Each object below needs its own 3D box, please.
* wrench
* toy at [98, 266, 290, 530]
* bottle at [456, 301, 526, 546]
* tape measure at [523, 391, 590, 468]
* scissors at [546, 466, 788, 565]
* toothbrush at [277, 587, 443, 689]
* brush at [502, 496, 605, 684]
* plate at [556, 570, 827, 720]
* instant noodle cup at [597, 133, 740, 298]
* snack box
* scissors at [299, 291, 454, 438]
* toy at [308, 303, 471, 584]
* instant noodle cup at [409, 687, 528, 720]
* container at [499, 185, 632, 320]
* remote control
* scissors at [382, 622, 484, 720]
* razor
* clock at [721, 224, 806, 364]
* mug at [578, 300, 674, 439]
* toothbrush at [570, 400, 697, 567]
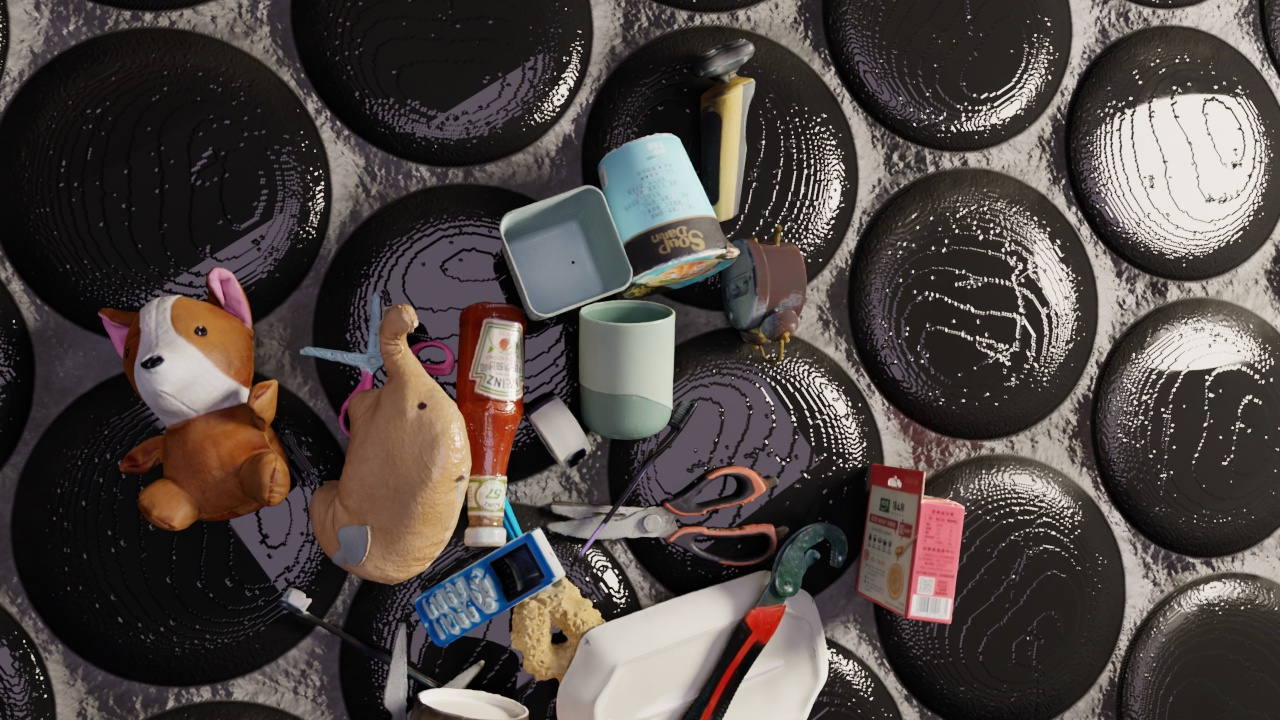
[{"bbox_3d":[0.094,0.254,0.800,0.056,0.016,0.273,41,77,-16],"label":"wrench"},{"bbox_3d":[-0.357,0.032,0.734,0.140,0.130,0.199,-15,81,-5],"label":"toy"},{"bbox_3d":[-0.129,0.054,0.782,0.059,0.060,0.206,2,78,-10],"label":"bottle"},{"bbox_3d":[-0.072,0.061,0.804,0.033,0.066,0.066,-35,94,-11],"label":"tape measure"},{"bbox_3d":[0.027,0.136,0.846,0.205,0.015,0.198,43,83,-6],"label":"scissors"},{"bbox_3d":[-0.232,0.249,0.796,0.181,0.016,0.018,34,74,-7],"label":"toothbrush"},{"bbox_3d":[-0.108,0.165,0.813,0.083,0.046,0.254,-25,89,-7],"label":"brush"},{"bbox_3d":[0.058,0.290,0.815,0.265,0.034,0.162,-13,95,-19],"label":"plate"},{"bbox_3d":[0.017,-0.130,0.813,0.111,0.111,0.120,-16,83,-10],"label":"instant noodle cup"},{"bbox_3d":[0.244,0.162,0.833,0.044,0.113,0.127,9,86,-8],"label":"snack box"},{"bbox_3d":[-0.232,0.006,0.805,0.133,0.017,0.134,9,87,-5],"label":"scissors"},{"bbox_3d":[-0.195,0.071,0.747,0.143,0.082,0.226,23,98,19],"label":"toy"},{"bbox_3d":[-0.146,0.332,0.736,0.118,0.118,0.114,11,82,-10],"label":"instant noodle cup"},{"bbox_3d":[-0.070,-0.085,0.787,0.090,0.111,0.090,-21,92,-11],"label":"container"},{"bbox_3d":[-0.129,0.193,0.780,0.125,0.024,0.049,-30,82,4],"label":"remote control"},{"bbox_3d":[-0.220,0.346,0.787,0.220,0.022,0.227,-22,96,-8],"label":"scissors"},{"bbox_3d":[0.073,-0.210,0.848,0.067,0.062,0.167,-1,94,-42],"label":"razor"},{"bbox_3d":[0.112,-0.057,0.834,0.055,0.082,0.122,-4,86,-17],"label":"clock"},{"bbox_3d":[-0.005,0.005,0.809,0.082,0.111,0.106,11,110,31],"label":"mug"},{"bbox_3d":[-0.007,0.109,0.831,0.017,0.014,0.188,35,75,12],"label":"toothbrush"}]
